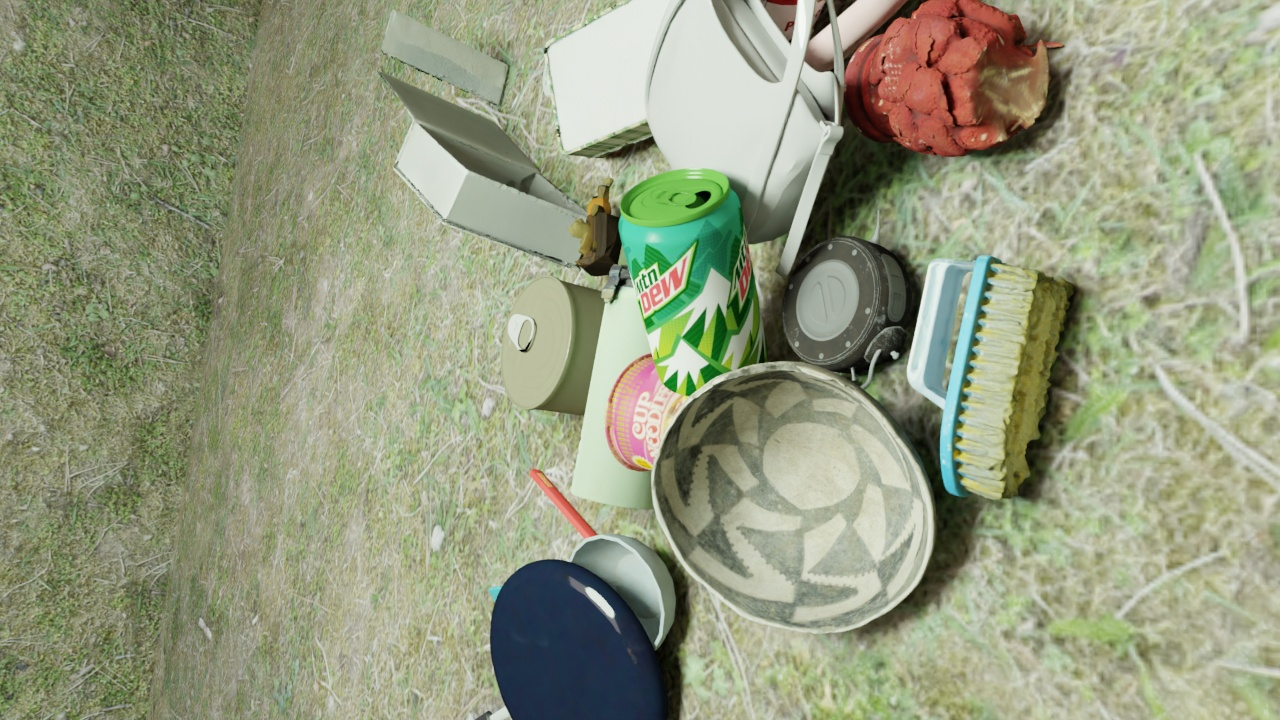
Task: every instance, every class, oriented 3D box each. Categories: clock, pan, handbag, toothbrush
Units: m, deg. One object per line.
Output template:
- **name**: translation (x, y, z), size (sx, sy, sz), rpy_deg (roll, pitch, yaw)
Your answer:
- **clock**: translation (0.141, -0.032, 0.619), size (0.091, 0.043, 0.122), rpy_deg (-29, 59, 48)
- **pan**: translation (-0.106, 0.307, 0.820), size (0.358, 0.021, 0.198), rpy_deg (-42, 72, 38)
- **handbag**: translation (0.085, -0.191, 0.616), size (0.215, 0.095, 0.223), rpy_deg (63, 157, 24)
- **toothbrush**: translation (-0.056, 0.150, 0.867), size (0.212, 0.012, 0.018), rpy_deg (37, 110, 51)

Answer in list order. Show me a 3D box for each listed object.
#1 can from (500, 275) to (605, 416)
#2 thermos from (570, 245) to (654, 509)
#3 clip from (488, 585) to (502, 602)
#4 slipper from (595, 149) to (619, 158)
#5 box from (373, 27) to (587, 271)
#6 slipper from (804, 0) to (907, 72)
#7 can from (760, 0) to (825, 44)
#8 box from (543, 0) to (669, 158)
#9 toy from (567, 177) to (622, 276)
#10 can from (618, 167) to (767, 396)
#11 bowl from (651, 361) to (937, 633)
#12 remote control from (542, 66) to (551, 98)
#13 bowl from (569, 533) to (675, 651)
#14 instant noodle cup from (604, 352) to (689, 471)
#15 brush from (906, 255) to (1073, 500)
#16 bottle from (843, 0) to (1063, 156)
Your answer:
- **can**: translation (-0.071, -0.012, 0.879), size (0.128, 0.073, 0.127), rpy_deg (-19, 66, 50)
- **thermos**: translation (-0.005, 0.005, 0.776), size (0.082, 0.082, 0.231), rpy_deg (10, 89, 54)
- **clip**: translation (-0.103, 0.261, 0.846), size (0.027, 0.102, 0.119), rpy_deg (-21, 77, 52)
- **slipper**: translation (-0.014, -0.323, 0.900), size (0.103, 0.059, 0.249), rpy_deg (29, 103, 53)
- **box**: translation (-0.188, -0.235, 1.020), size (0.099, 0.165, 0.368), rpy_deg (-57, 43, 19)
- **slipper**: translation (0.163, -0.263, 0.611), size (0.106, 0.055, 0.222), rpy_deg (-48, 4, -39)
- **can**: translation (0.103, -0.294, 0.668), size (0.116, 0.086, 0.086), rpy_deg (109, 160, -72)
- **box**: translation (0.003, -0.261, 0.816), size (0.206, 0.050, 0.117), rpy_deg (-12, 86, 41)
- **toy**: translation (-0.038, -0.131, 0.881), size (0.076, 0.062, 0.100), rpy_deg (132, 143, -63)
- **can**: translation (0.038, -0.052, 0.637), size (0.083, 0.083, 0.144), rpy_deg (41, 153, 51)
- **bowl**: translation (0.103, 0.079, 0.590), size (0.179, 0.081, 0.178), rpy_deg (9, 110, 26)
- **remote control**: translation (-0.068, -0.326, 0.999), size (0.115, 0.028, 0.060), rpy_deg (-19, 66, 50)
- **bowl**: translation (-0.010, 0.191, 0.756), size (0.106, 0.039, 0.106), rpy_deg (8, 102, 39)
- **instant noodle cup**: translation (0.044, 0.050, 0.696), size (0.109, 0.097, 0.097), rpy_deg (13, 91, 47)
- **brush**: translation (0.192, 0.010, 0.528), size (0.075, 0.055, 0.136), rpy_deg (12, 91, 50)
- **bottle**: translation (0.190, -0.177, 0.562), size (0.111, 0.099, 0.099), rpy_deg (25, 101, 64)
